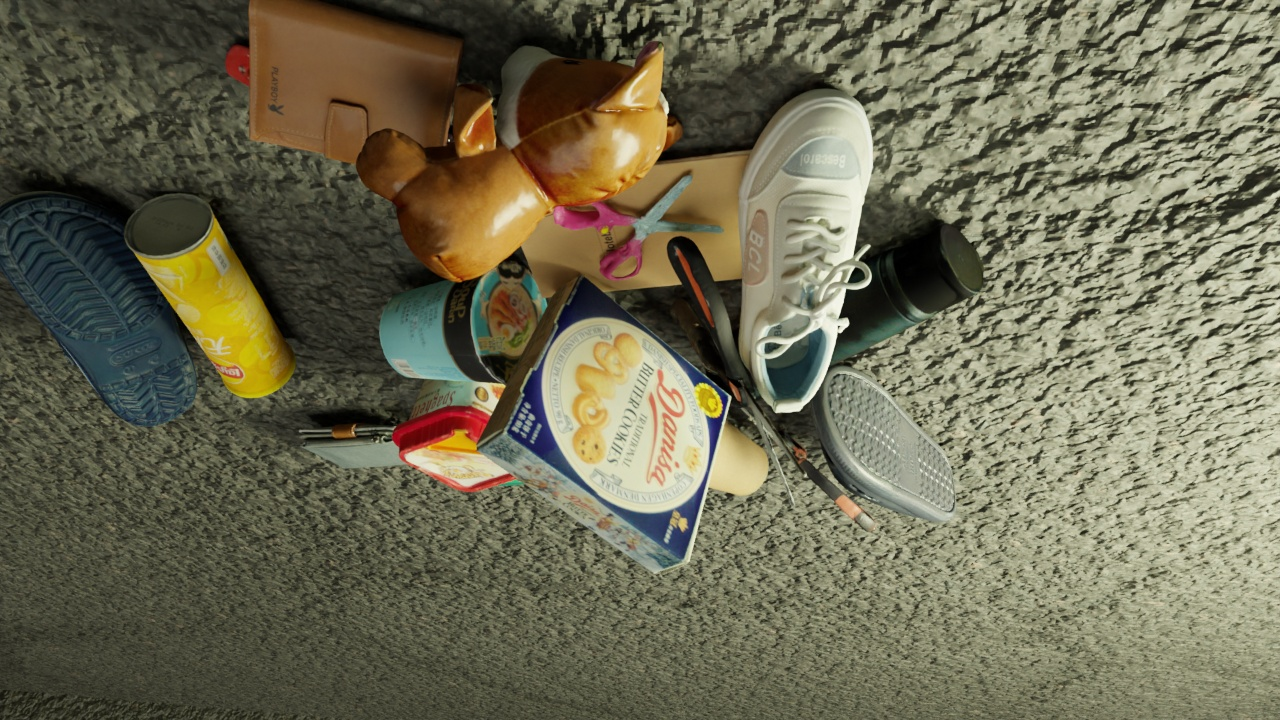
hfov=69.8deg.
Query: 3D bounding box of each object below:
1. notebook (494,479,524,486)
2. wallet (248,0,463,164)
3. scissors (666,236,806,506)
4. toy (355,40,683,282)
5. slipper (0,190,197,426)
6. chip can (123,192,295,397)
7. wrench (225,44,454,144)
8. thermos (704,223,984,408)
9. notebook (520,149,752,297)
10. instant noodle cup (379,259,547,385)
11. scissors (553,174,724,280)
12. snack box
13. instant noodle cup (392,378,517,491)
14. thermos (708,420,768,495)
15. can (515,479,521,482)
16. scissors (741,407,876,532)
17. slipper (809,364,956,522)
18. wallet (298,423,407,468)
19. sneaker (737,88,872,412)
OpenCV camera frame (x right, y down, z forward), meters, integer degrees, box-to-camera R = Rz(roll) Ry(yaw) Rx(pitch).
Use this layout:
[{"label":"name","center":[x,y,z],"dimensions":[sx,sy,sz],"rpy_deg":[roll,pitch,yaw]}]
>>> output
[{"label":"notebook","center":[-0.125,0.109,1.080],"dimensions":[0.209,0.012,0.150],"rpy_deg":[-5,146,15]},{"label":"wallet","center":[-0.191,-0.181,0.611],"dimensions":[0.131,0.031,0.108],"rpy_deg":[12,132,-12]},{"label":"scissors","center":[0.066,0.003,0.716],"dimensions":[0.021,0.221,0.232],"rpy_deg":[-25,115,-6]},{"label":"toy","center":[-0.069,-0.137,0.592],"dimensions":[0.200,0.130,0.140],"rpy_deg":[-21,175,6]},{"label":"slipper","center":[-0.479,-0.050,0.824],"dimensions":[0.095,0.105,0.253],"rpy_deg":[34,147,37]},{"label":"chip can","center":[-0.376,-0.050,0.819],"dimensions":[0.072,0.072,0.214],"rpy_deg":[4,147,2]},{"label":"wrench","center":[-0.162,-0.159,0.672],"dimensions":[0.273,0.016,0.056],"rpy_deg":[23,143,-25]},{"label":"thermos","center":[0.170,-0.030,0.775],"dimensions":[0.089,0.068,0.243],"rpy_deg":[6,155,-45]},{"label":"notebook","center":[0.006,-0.102,0.723],"dimensions":[0.208,0.008,0.148],"rpy_deg":[-5,148,8]},{"label":"instant noodle cup","center":[-0.158,-0.028,0.802],"dimensions":[0.121,0.111,0.111],"rpy_deg":[-3,147,29]},{"label":"scissors","center":[-0.002,-0.099,0.706],"dimensions":[0.133,0.017,0.135],"rpy_deg":[2,145,-10]},{"label":"snack box","center":[-0.019,0.049,0.741],"dimensions":[0.182,0.177,0.046],"rpy_deg":[38,135,-18]},{"label":"instant noodle cup","center":[-0.160,0.046,0.884],"dimensions":[0.117,0.124,0.116],"rpy_deg":[-21,139,33]},{"label":"thermos","center":[0.071,0.094,0.965],"dimensions":[0.093,0.093,0.143],"rpy_deg":[-20,148,34]},{"label":"can","center":[-0.119,0.080,0.977],"dimensions":[0.083,0.057,0.102],"rpy_deg":[-22,128,31]},{"label":"scissors","center":[0.155,0.096,0.913],"dimensions":[0.015,0.189,0.223],"rpy_deg":[-47,153,6]},{"label":"slipper","center":[0.230,0.099,0.925],"dimensions":[0.084,0.110,0.268],"rpy_deg":[-19,143,37]},{"label":"wallet","center":[-0.315,0.095,1.065],"dimensions":[0.130,0.037,0.106],"rpy_deg":[-5,156,18]},{"label":"sneaker","center":[0.113,-0.066,0.652],"dimensions":[0.089,0.090,0.243],"rpy_deg":[1,128,-3]}]
